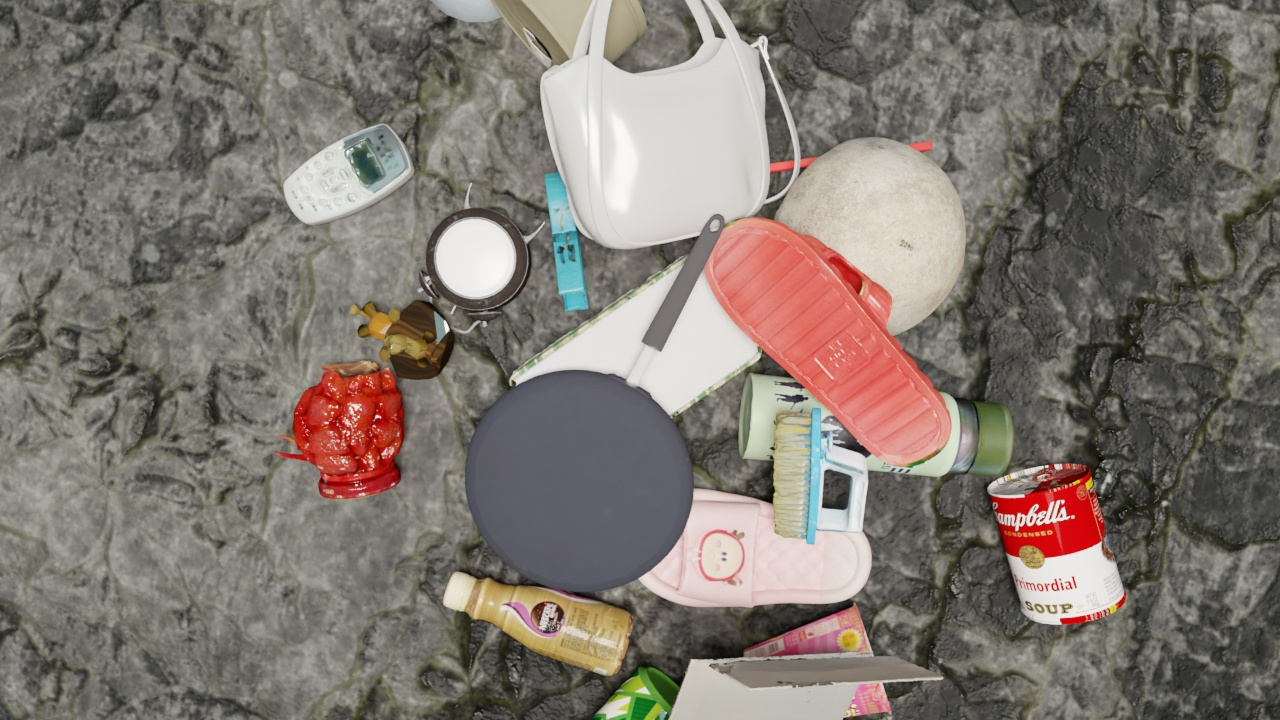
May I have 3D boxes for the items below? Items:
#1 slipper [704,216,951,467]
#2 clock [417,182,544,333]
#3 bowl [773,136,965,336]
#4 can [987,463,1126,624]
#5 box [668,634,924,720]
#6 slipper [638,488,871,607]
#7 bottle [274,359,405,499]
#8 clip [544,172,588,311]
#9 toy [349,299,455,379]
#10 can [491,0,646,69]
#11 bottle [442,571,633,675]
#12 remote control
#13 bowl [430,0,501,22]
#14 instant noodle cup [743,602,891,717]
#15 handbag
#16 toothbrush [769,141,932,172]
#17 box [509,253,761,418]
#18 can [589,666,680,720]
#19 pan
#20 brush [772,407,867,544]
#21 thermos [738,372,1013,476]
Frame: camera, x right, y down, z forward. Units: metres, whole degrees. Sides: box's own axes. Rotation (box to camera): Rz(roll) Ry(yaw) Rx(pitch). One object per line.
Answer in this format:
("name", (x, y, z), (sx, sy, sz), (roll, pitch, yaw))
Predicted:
("slipper", (0.158, -0.024, 0.746), (0.249, 0.059, 0.104), (46, 128, 5))
("clock", (-0.145, -0.084, 0.808), (0.091, 0.044, 0.123), (28, 92, -2))
("bowl", (0.208, -0.098, 0.779), (0.178, 0.081, 0.178), (-3, 104, -13))
("can", (0.365, 0.160, 0.806), (0.086, 0.086, 0.116), (-17, 92, -1))
("box", (0.067, 0.337, 0.733), (0.165, 0.098, 0.369), (6, 115, -26))
("slipper", (0.097, 0.174, 0.819), (0.221, 0.055, 0.107), (6, 94, -2))
("bottle", (-0.256, 0.057, 0.794), (0.099, 0.099, 0.111), (-4, 102, -1))
("clip", (-0.065, -0.107, 0.793), (0.027, 0.102, 0.119), (-7, 79, -4))
("toy", (-0.213, -0.025, 0.805), (0.100, 0.062, 0.076), (23, 113, 8))
("can", (-0.064, -0.295, 0.760), (0.073, 0.128, 0.128), (-44, 92, -1))
("bottle", (-0.092, 0.228, 0.815), (0.166, 0.059, 0.059), (18, 92, -1))
("remote control", (-0.258, -0.162, 0.811), (0.114, 0.028, 0.060), (-27, 93, 0))
("bowl", (-0.146, -0.355, 0.800), (0.106, 0.039, 0.106), (0, 92, -1))
("instant noodle cup", (0.153, 0.276, 0.810), (0.109, 0.097, 0.097), (-18, 92, 8))
("handbag", (0.024, -0.213, 0.745), (0.215, 0.095, 0.223), (-15, 111, -21))
("toothbrush", (0.156, -0.184, 0.826), (0.212, 0.012, 0.018), (-8, 92, -1))
("box", (-0.005, 0.005, 0.813), (0.205, 0.051, 0.117), (-36, 97, 2))
("can", (-0.017, 0.349, 0.809), (0.083, 0.083, 0.144), (42, 91, -2))
("pan", (-0.018, 0.038, 0.769), (0.199, 0.021, 0.357), (28, 102, 0))
("brush", (0.146, 0.090, 0.746), (0.075, 0.055, 0.136), (1, 134, 9))
("thermos", (0.206, 0.062, 0.808), (0.231, 0.082, 0.082), (5, 92, -2))
